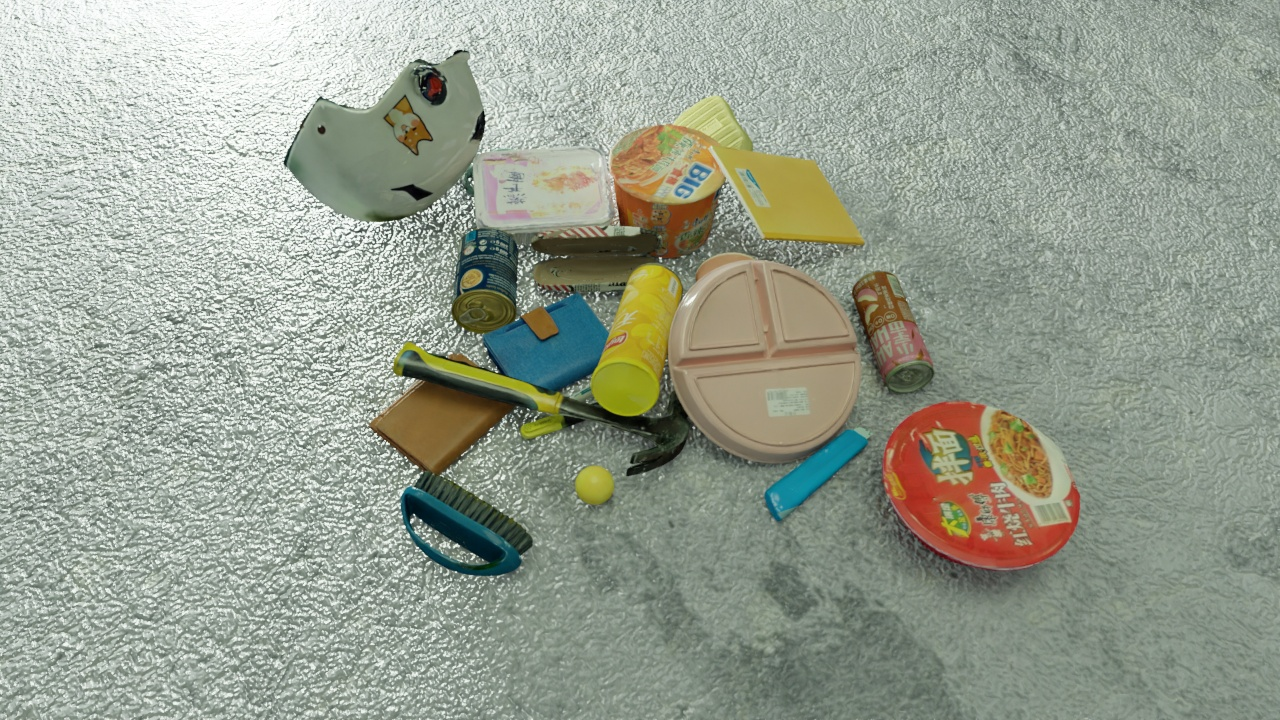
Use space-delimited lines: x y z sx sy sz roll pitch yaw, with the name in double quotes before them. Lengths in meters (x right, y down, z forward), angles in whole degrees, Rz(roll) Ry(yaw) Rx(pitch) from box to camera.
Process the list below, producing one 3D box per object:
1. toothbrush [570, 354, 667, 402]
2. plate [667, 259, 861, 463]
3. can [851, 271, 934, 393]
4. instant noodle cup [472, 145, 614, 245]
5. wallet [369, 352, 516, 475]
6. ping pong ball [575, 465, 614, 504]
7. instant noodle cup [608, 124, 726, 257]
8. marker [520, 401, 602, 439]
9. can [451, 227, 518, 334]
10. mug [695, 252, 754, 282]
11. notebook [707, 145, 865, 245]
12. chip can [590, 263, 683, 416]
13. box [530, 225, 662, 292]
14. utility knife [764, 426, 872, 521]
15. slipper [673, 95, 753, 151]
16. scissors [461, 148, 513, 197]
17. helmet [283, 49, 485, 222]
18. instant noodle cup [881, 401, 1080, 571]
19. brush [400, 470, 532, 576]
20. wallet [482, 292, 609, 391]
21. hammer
"toothbrush" -0.006 0.006 1.062 0.191 0.016 0.018 -28 47 -22
"plate" 0.142 -0.004 0.996 0.229 0.028 0.229 4 76 -17
"can" 0.294 -0.036 1.074 0.058 0.058 0.147 -5 51 -5
"instant noodle cup" -0.125 -0.205 1.184 0.173 0.060 0.137 -6 58 -6
"wallet" -0.216 0.056 1.008 0.108 0.031 0.131 33 57 20
"ping pong ball" -0.047 0.129 0.946 0.040 0.040 0.040 1 51 -1
"instant noodle cup" 0.034 -0.211 1.175 0.151 0.112 0.151 0 51 -1
"marker" -0.073 0.061 1.016 0.124 0.015 0.018 -17 57 -16
"can" -0.185 -0.098 1.103 0.075 0.075 0.111 -2 51 -3
"mug" 0.122 -0.056 1.081 0.114 0.082 0.105 19 49 -25
"notebook" 0.189 -0.207 1.158 0.205 0.010 0.145 -5 60 -43
"chip can" 0.001 -0.030 1.018 0.072 0.072 0.212 9 36 6
"box" -0.053 -0.117 1.135 0.163 0.076 0.087 -3 80 -1
"utility knife" 0.192 0.114 0.978 0.159 0.018 0.034 -33 71 -26
"slipper" 0.105 -0.293 1.268 0.092 0.081 0.190 -30 39 6
"scissors" -0.151 -0.247 1.262 0.185 0.019 0.129 19 54 12
"helmet" -0.305 -0.270 1.173 0.273 0.230 0.157 -33 101 -27
"instant noodle cup" 0.337 0.137 0.932 0.194 0.066 0.193 0 51 0
"brush" -0.179 0.168 0.903 0.144 0.055 0.073 26 55 18
"wallet" -0.102 -0.015 1.064 0.132 0.040 0.106 -26 61 -20
"hammer" -0.106 0.042 0.981 0.323 0.032 0.125 15 38 2
